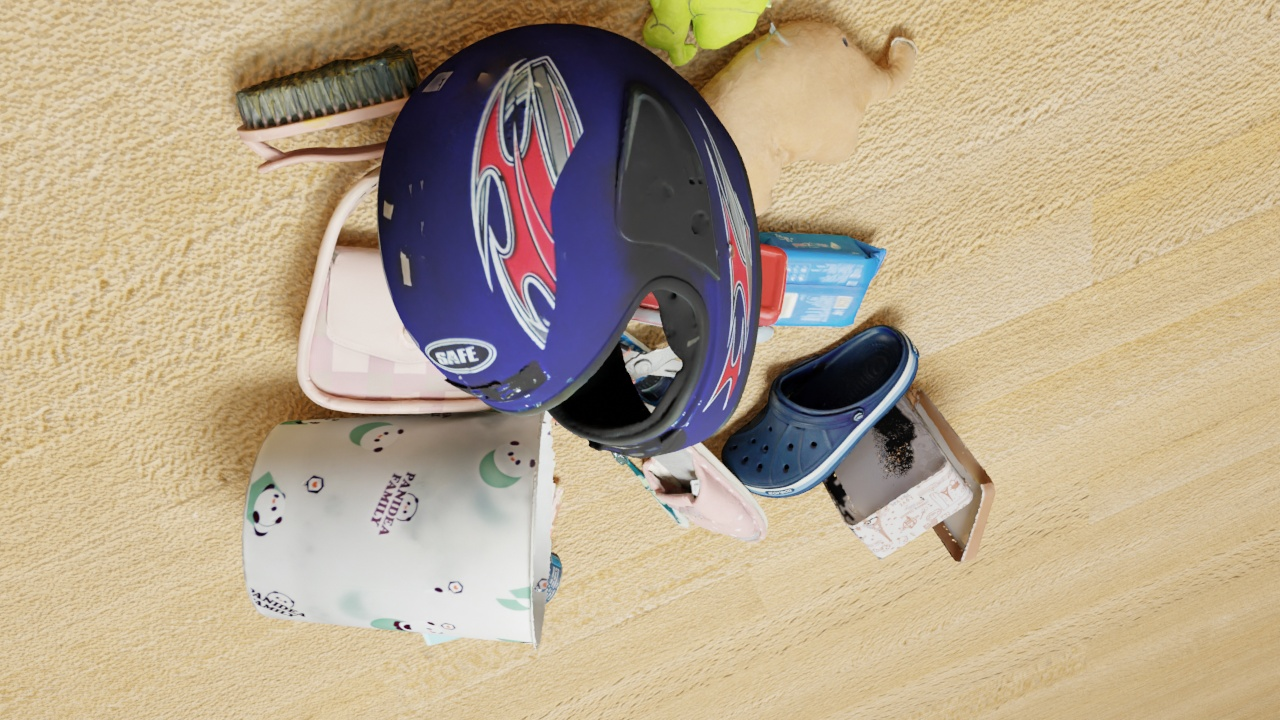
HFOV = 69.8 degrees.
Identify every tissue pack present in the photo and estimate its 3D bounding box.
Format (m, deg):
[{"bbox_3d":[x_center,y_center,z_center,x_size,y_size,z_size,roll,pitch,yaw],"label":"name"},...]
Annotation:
[{"bbox_3d":[0.162,-0.081,0.916,0.157,0.052,0.095,0,130,-18],"label":"tissue pack"}]

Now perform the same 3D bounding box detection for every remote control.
[{"bbox_3d":[-0.006,0.006,0.952,0.049,0.024,0.125,-41,128,17],"label":"remote control"}]

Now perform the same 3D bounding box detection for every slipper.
[{"bbox_3d":[0.057,0.141,1.034,0.054,0.114,0.274,-57,131,-21],"label":"slipper"},{"bbox_3d":[0.189,0.054,1.001,0.253,0.105,0.095,-41,133,15],"label":"slipper"}]

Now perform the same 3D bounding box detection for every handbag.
[{"bbox_3d":[-0.195,-0.068,0.801,0.193,0.093,0.235,2,120,-21],"label":"handbag"}]

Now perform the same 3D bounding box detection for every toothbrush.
[{"bbox_3d":[0.014,0.154,1.086,0.016,0.018,0.191,-31,131,9],"label":"toothbrush"}]

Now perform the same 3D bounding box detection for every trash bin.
[{"bbox_3d":[-0.214,0.151,0.865,0.252,0.229,0.230,1,129,-1],"label":"trash bin"}]

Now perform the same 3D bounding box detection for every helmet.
[{"bbox_3d":[-0.060,-0.076,0.655,0.239,0.248,0.315,-8,90,-44],"label":"helmet"}]

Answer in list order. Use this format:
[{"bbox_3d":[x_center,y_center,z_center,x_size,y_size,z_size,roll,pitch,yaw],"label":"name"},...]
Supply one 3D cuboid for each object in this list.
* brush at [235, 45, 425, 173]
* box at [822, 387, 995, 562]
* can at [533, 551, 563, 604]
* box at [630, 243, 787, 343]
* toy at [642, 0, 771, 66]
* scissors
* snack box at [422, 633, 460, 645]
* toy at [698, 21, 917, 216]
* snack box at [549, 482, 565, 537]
[{"bbox_3d":[-0.230,-0.185,0.694,0.145,0.063,0.073,-15,121,-5],"label":"brush"},{"bbox_3d":[0.308,0.133,1.060,0.154,0.182,0.185,-35,127,13],"label":"box"},{"bbox_3d":[-0.152,0.237,1.063,0.075,0.075,0.111,-39,130,15],"label":"can"},{"bbox_3d":[0.028,-0.066,0.860,0.201,0.095,0.102,10,166,-4],"label":"box"},{"bbox_3d":[0.053,-0.280,0.729,0.100,0.031,0.097,1,128,-13],"label":"toy"},{"bbox_3d":[-0.020,0.007,0.918,0.226,0.015,0.189,-38,121,18],"label":"scissors"},{"bbox_3d":[-0.240,0.241,1.038,0.051,0.074,0.175,-12,131,-7],"label":"snack box"},{"bbox_3d":[0.136,-0.220,0.779,0.226,0.082,0.143,-33,136,6],"label":"toy"},{"bbox_3d":[-0.138,0.198,1.002,0.075,0.152,0.026,31,158,-34],"label":"snack box"}]
